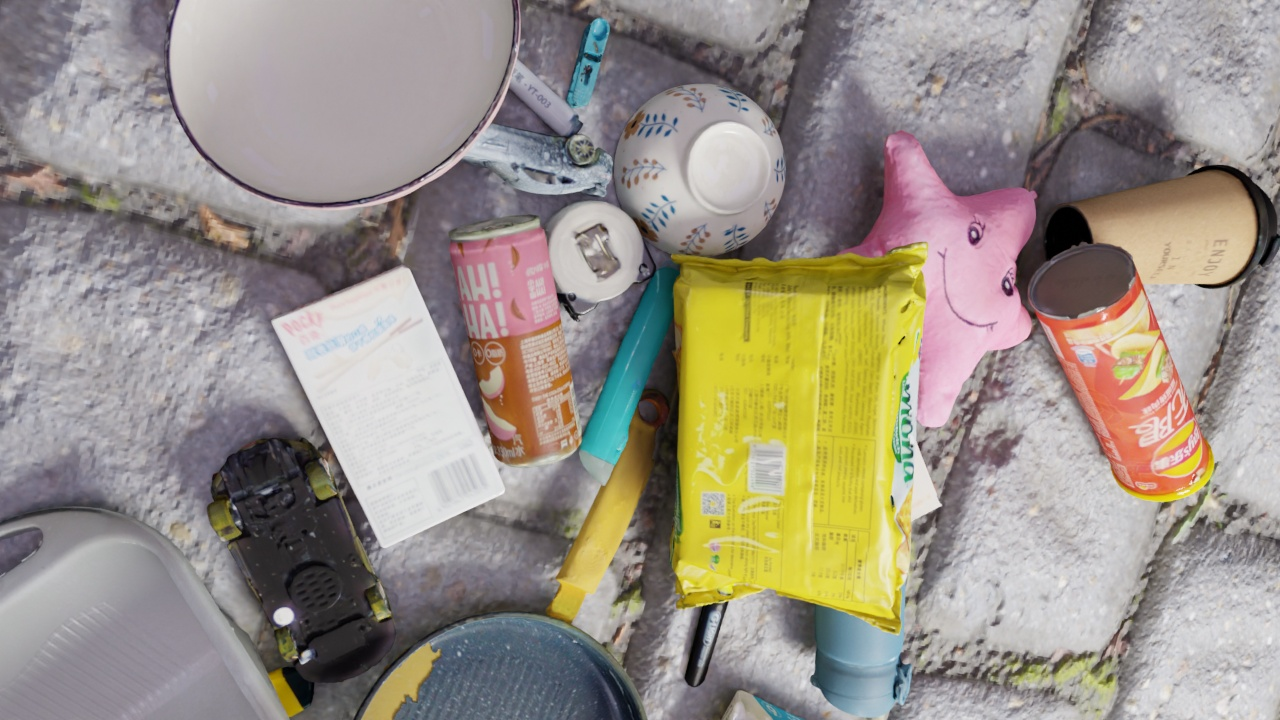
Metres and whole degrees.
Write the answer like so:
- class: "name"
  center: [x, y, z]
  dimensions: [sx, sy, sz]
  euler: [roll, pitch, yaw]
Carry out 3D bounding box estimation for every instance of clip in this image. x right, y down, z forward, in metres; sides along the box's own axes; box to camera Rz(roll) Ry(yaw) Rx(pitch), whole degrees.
- class: "clip"
  center: [-0.033, -0.185, 0.571]
  dimensions: [0.014, 0.046, 0.057]
  euler: [15, 94, -20]

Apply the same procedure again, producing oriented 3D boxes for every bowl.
- class: "bowl"
  center: [0.045, -0.120, 0.584]
  dimensions: [0.113, 0.062, 0.113]
  euler: [-3, 101, -17]

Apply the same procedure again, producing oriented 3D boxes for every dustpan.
- class: "dustpan"
  center: [-0.297, 0.207, 0.463]
  dimensions: [0.222, 0.258, 0.143]
  euler: [-37, 130, -9]

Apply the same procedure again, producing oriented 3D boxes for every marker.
- class: "marker"
  center: [-0.088, -0.181, 0.556]
  dimensions: [0.130, 0.018, 0.022]
  euler: [41, 93, -18]
- class: "marker"
  center: [0.054, 0.176, 0.656]
  dimensions: [0.018, 0.015, 0.124]
  euler: [14, 96, -16]

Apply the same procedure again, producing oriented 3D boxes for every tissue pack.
- class: "tissue pack"
  center: [0.102, 0.309, 0.666]
  dimensions: [0.140, 0.063, 0.090]
  euler: [30, 89, -19]

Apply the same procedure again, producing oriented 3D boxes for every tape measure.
- class: "tape measure"
  center: [-0.032, -0.068, 0.583]
  dimensions: [0.065, 0.033, 0.066]
  euler: [-33, 107, -11]

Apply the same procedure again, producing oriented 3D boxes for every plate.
- class: "plate"
  center: [-0.157, -0.169, 0.498]
  dimensions: [0.192, 0.039, 0.192]
  euler: [-1, 81, 5]

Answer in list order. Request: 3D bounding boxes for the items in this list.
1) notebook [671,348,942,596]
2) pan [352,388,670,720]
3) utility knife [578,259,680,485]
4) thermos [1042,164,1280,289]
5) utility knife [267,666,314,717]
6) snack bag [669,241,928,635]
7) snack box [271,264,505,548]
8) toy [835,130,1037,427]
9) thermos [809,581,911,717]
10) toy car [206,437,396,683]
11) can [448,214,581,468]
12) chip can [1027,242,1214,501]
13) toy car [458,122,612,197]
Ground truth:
- class: "notebook"
  center: [0.125, 0.051, 0.661]
  dimensions: [0.145, 0.010, 0.206]
  euler: [-27, 105, -11]
- class: "pan"
  center: [-0.057, 0.185, 0.587]
  dimensions: [0.197, 0.078, 0.356]
  euler: [25, 69, -14]
- class: "utility knife"
  center: [-0.004, 0.004, 0.601]
  dimensions: [0.029, 0.013, 0.160]
  euler: [24, 78, -8]
- class: "thermos"
  center: [0.381, -0.093, 0.680]
  dimensions: [0.143, 0.093, 0.093]
  euler: [-8, 101, -9]
- class: "utility knife"
  center: [-0.279, 0.235, 0.563]
  dimensions: [0.173, 0.015, 0.033]
  euler: [-26, 99, -10]
- class: "snack bag"
  center: [0.092, 0.048, 0.576]
  dimensions: [0.158, 0.068, 0.246]
  euler: [3, 102, 15]
- class: "snack box"
  center: [-0.152, 0.029, 0.564]
  dimensions: [0.084, 0.027, 0.157]
  euler: [-24, 105, -12]
- class: "toy"
  center: [0.213, -0.071, 0.635]
  dimensions: [0.178, 0.075, 0.194]
  euler: [-43, 113, -16]
- class: "thermos"
  center: [0.156, 0.139, 0.644]
  dimensions: [0.070, 0.070, 0.220]
  euler: [-5, 100, -17]
- class: "toy car"
  center: [-0.202, 0.122, 0.555]
  dimensions: [0.070, 0.042, 0.158]
  euler: [-22, 103, -13]
- class: "can"
  center: [-0.075, -0.011, 0.559]
  dimensions: [0.058, 0.058, 0.147]
  euler: [-14, 107, -15]
- class: "chip can"
  center: [0.352, 0.014, 0.669]
  dimensions: [0.073, 0.073, 0.216]
  euler: [-45, 121, -6]
- class: "toy car"
  center: [-0.076, -0.123, 0.549]
  dimensions: [0.120, 0.054, 0.037]
  euler: [11, 93, -18]
